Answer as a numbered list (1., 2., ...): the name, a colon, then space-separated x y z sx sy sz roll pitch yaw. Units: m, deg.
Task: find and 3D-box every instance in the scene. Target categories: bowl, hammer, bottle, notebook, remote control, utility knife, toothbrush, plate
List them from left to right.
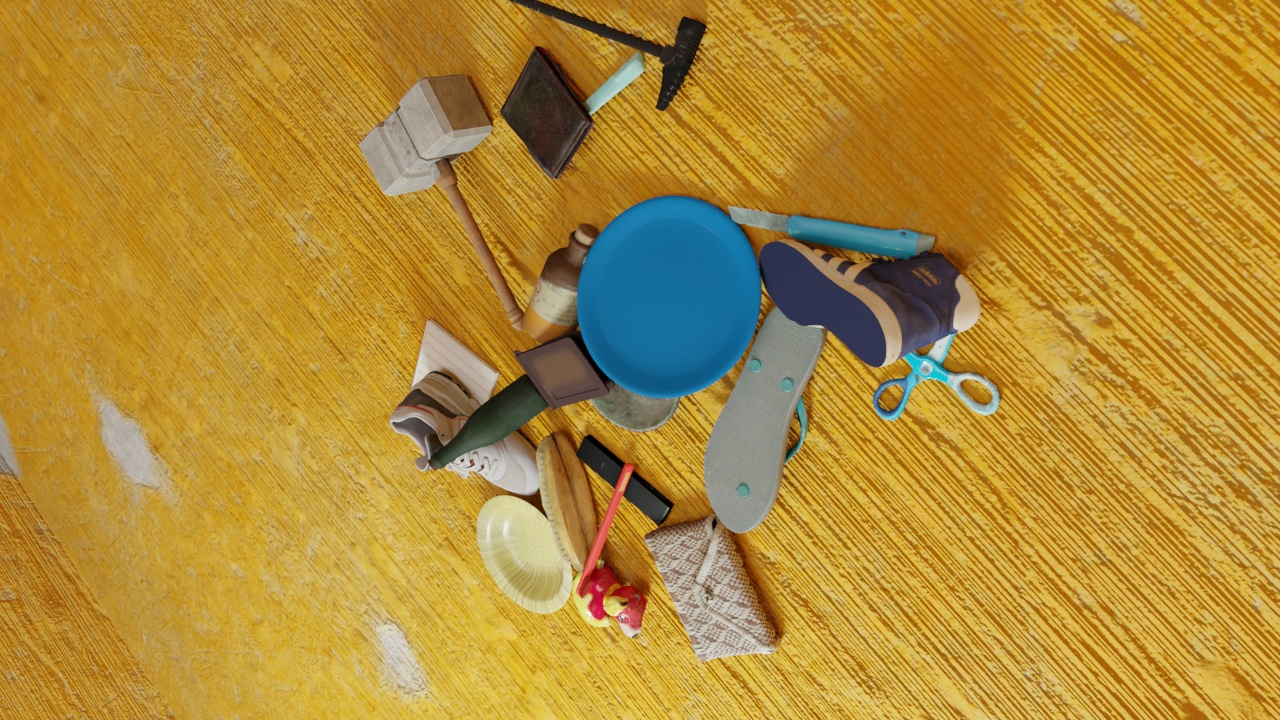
1. notebook: -0.287 0.059 1.364 0.142 0.009 0.210 37 126 20
2. hammer: -0.221 -0.181 1.169 0.163 0.082 0.317 -27 90 41
3. bottle: -0.206 0.089 1.215 0.055 0.174 0.055 54 175 6
4. plate: -0.159 0.274 1.332 0.185 0.036 0.184 15 116 33
5. bottle: -0.088 -0.095 1.111 0.068 0.067 0.157 41 128 18
6. hammer: -0.076 -0.371 1.017 0.325 0.015 0.095 31 106 28
7. utility knife: -0.054 -0.292 1.040 0.167 0.015 0.022 -30 75 40
8. toothbrush: -0.046 0.226 1.199 0.018 0.012 0.213 45 122 46
9. remote control: -0.022 0.154 1.194 0.150 0.013 0.034 38 122 20
10. bowl: -0.007 0.007 1.107 0.158 0.038 0.158 15 116 33
11. plate: 0.032 -0.070 1.022 0.225 0.024 0.224 -1 87 27
12. utility knife: 0.185 -0.131 0.920 0.222 0.015 0.031 16 115 29

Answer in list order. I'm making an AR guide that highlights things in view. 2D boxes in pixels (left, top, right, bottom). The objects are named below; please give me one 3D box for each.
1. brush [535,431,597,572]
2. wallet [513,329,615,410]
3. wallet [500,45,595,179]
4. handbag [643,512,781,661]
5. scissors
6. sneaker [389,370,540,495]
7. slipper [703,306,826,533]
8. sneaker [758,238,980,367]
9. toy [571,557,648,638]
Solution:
1. brush: -0.100 0.192 1.238 0.043 0.059 0.195 -6 100 50
2. wallet: -0.096 0.014 1.126 0.116 0.018 0.091 -19 112 42
3. wallet: -0.108 -0.287 1.071 0.120 0.031 0.100 56 134 16
4. handbag: 0.086 0.286 1.141 0.124 0.046 0.186 -23 93 42
5. scissors: 0.282 0.018 0.906 0.134 0.011 0.140 44 127 12
6. sneaker: -0.252 0.122 1.277 0.240 0.124 0.089 39 126 12
7. slipper: 0.138 0.061 1.019 0.098 0.054 0.269 26 110 31
8. sneaker: 0.221 -0.076 0.885 0.233 0.118 0.091 -135 29 -61
9. toy: -0.045 0.320 1.254 0.138 0.067 0.105 2 107 50
